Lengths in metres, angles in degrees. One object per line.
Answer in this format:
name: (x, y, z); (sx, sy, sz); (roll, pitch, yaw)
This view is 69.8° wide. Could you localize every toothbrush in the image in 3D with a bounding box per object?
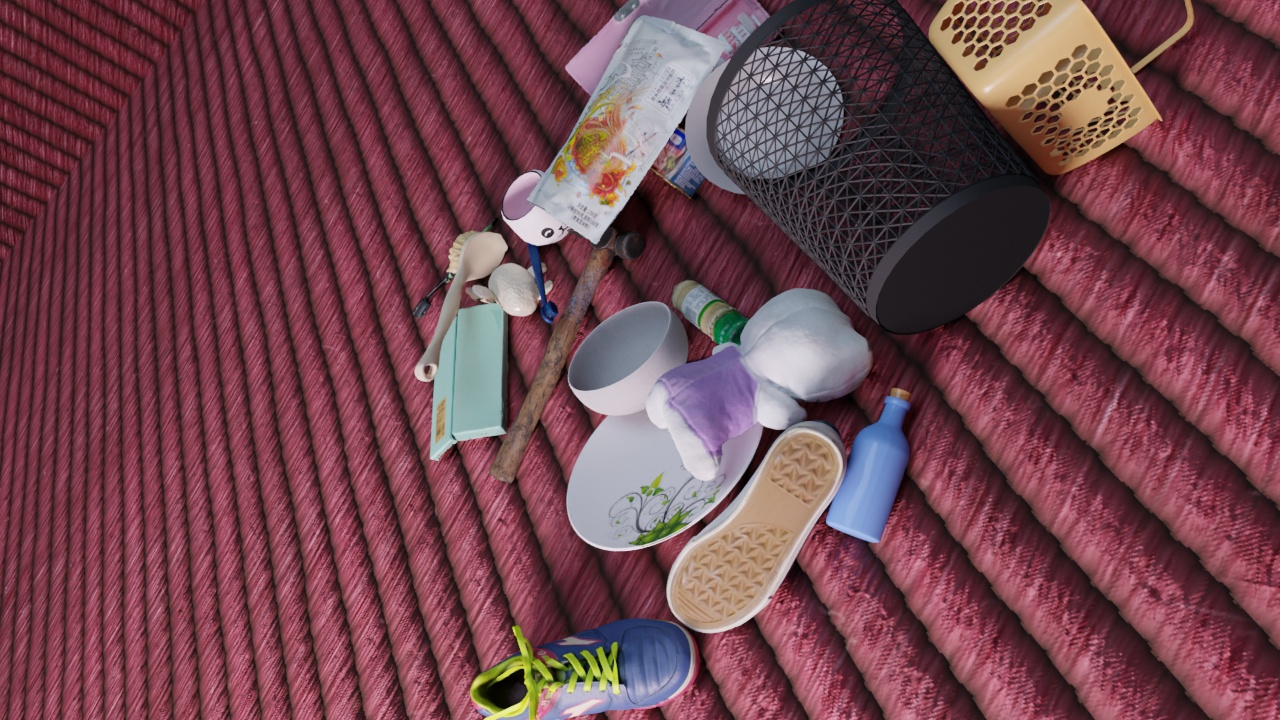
toothbrush: (-0.123, -0.106, 1.141); (0.017, 0.016, 0.189); (-45, 34, 20)
toothbrush: (-0.261, -0.129, 1.298); (0.188, 0.014, 0.017); (-47, 60, 12)

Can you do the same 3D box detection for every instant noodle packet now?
instant noodle packet: (-0.025, -0.276, 1.073); (0.147, 0.057, 0.269); (34, 95, 33)

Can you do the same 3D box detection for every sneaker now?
sneaker: (0.111, 0.148, 0.819); (0.087, 0.079, 0.236); (38, 113, 13)
sneaker: (-0.059, 0.301, 0.864); (0.242, 0.091, 0.116); (-25, 52, 27)

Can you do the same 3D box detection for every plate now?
plate: (0.134, -0.259, 1.004); (0.173, 0.019, 0.172); (-4, 76, 18)
plate: (0.028, 0.099, 0.914); (0.230, 0.030, 0.228); (-27, 33, 20)

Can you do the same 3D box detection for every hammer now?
hammer: (-0.105, -0.011, 1.103); (0.120, 0.033, 0.330); (18, 81, 47)

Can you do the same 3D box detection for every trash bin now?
trash bin: (0.209, -0.165, 0.804); (0.217, 0.216, 0.243); (-40, 55, 17)

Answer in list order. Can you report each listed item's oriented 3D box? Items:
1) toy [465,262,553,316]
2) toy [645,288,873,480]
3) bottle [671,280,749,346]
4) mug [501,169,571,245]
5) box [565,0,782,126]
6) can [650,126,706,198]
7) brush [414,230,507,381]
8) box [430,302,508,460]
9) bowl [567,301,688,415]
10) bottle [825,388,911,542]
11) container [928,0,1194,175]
toy: (-0.164, -0.090, 1.168); (0.112, 0.050, 0.087); (-24, 52, -14)
toy: (0.106, 0.008, 0.842); (0.209, 0.085, 0.137); (-31, 38, -5)
bottle: (0.075, -0.047, 0.961); (0.043, 0.042, 0.110); (-53, 45, 6)
mug: (-0.115, -0.205, 1.171); (0.124, 0.076, 0.090); (-51, 47, 8)
box: (0.042, -0.378, 1.133); (0.234, 0.075, 0.172); (-39, 77, 18)
can: (0.042, -0.238, 1.074); (0.059, 0.054, 0.100); (-52, 45, 10)
brush: (-0.236, -0.074, 1.169); (0.077, 0.062, 0.271); (-20, 37, 30)
box: (-0.227, 0.022, 1.176); (0.138, 0.056, 0.186); (-20, 56, 24)
bowl: (-0.006, 0.006, 0.972); (0.132, 0.064, 0.131); (-28, 32, 19)
bottle: (0.202, 0.086, 0.784); (0.048, 0.048, 0.131); (14, 78, 43)
container: (0.352, -0.260, 0.739); (0.167, 0.183, 0.129); (-41, 48, 26)
